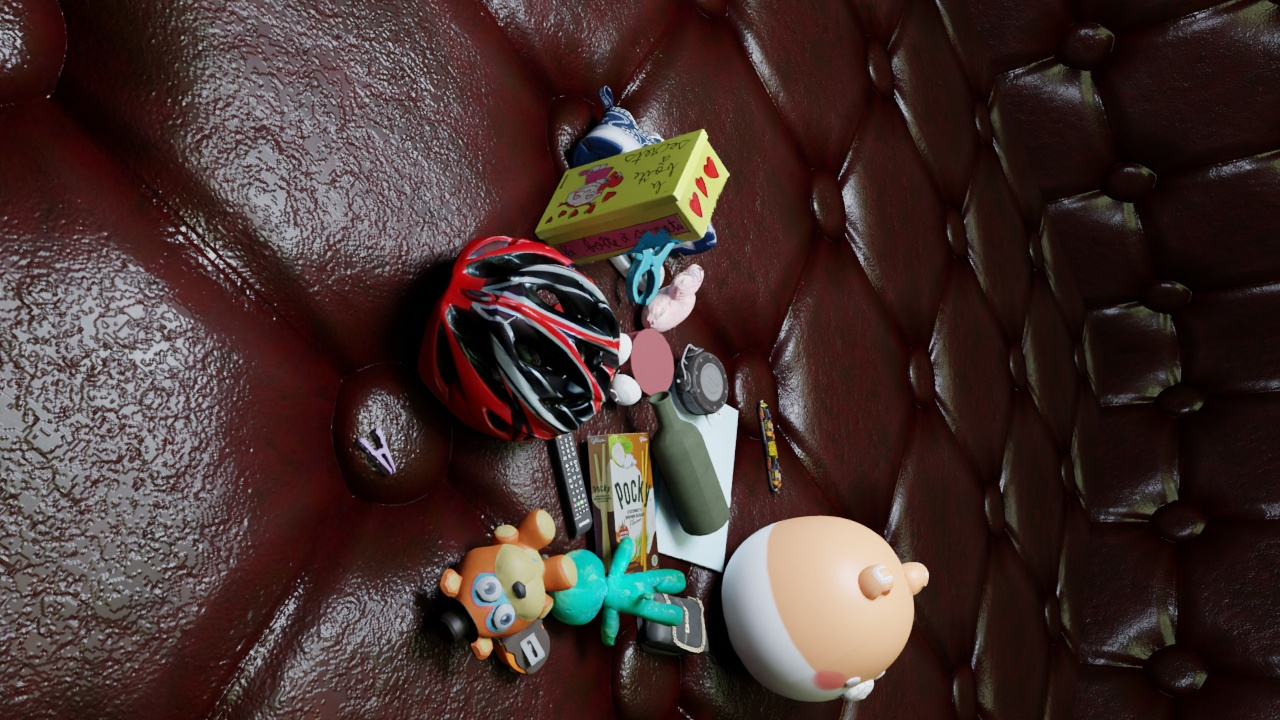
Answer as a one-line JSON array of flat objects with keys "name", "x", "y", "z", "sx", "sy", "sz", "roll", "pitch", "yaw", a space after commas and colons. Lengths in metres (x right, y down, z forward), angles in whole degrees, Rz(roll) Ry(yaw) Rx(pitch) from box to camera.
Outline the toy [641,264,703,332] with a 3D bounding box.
[{"name": "toy", "x": 0.049, "y": -0.087, "z": 1.281, "sx": 0.053, "sy": 0.105, "sz": 0.108, "roll": 44, "pitch": 36, "yaw": 10}]

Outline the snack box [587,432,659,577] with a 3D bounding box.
[{"name": "snack box", "x": -0.020, "y": 0.188, "z": 1.175, "sx": 0.101, "sy": 0.032, "sz": 0.186, "roll": 5, "pitch": 79, "yaw": -60}]

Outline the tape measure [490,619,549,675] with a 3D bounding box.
[{"name": "tape measure", "x": -0.129, "y": 0.318, "z": 1.016, "sx": 0.058, "sy": 0.038, "sz": 0.059, "roll": -26, "pitch": 108, "yaw": -38}]

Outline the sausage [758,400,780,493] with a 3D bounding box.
[{"name": "sausage", "x": 0.211, "y": 0.140, "z": 1.493, "sx": 0.020, "sy": 0.020, "sz": 0.155, "roll": -8, "pitch": 89, "yaw": -51}]

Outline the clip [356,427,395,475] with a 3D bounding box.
[{"name": "clip", "x": -0.266, "y": 0.092, "z": 0.919, "sx": 0.045, "sy": 0.014, "sz": 0.051, "roll": -1, "pitch": 81, "yaw": -51}]

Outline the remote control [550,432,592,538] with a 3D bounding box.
[{"name": "remote control", "x": -0.087, "y": 0.145, "z": 1.126, "sx": 0.033, "sy": 0.015, "sz": 0.147, "roll": -19, "pitch": 98, "yaw": -56}]

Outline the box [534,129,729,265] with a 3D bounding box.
[{"name": "box", "x": -0.011, "y": -0.195, "z": 1.126, "sx": 0.080, "sy": 0.221, "sz": 0.124, "roll": 47, "pitch": 51, "yaw": -34}]

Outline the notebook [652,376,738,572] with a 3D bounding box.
[{"name": "notebook", "x": 0.079, "y": 0.165, "z": 1.333, "sx": 0.181, "sy": 0.009, "sz": 0.253, "roll": 29, "pitch": 61, "yaw": -44}]

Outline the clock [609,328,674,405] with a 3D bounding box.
[{"name": "clock", "x": -0.008, "y": 0.007, "z": 1.226, "sx": 0.137, "sy": 0.048, "sz": 0.096, "roll": -14, "pitch": 94, "yaw": -51}]

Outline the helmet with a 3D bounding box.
[{"name": "helmet", "x": -0.118, "y": -0.017, "z": 1.019, "sx": 0.272, "sy": 0.167, "sz": 0.217, "roll": 40, "pitch": 65, "yaw": -52}]

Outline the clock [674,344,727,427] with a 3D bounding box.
[{"name": "clock", "x": 0.082, "y": 0.031, "z": 1.320, "sx": 0.123, "sy": 0.044, "sz": 0.091, "roll": 48, "pitch": 47, "yaw": -33}]

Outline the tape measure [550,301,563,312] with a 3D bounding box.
[{"name": "tape measure", "x": -0.103, "y": -0.038, "z": 1.140, "sx": 0.051, "sy": 0.019, "sz": 0.058, "roll": 59, "pitch": 44, "yaw": -25}]

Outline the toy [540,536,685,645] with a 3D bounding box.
[{"name": "toy", "x": -0.038, "y": 0.272, "z": 1.082, "sx": 0.193, "sy": 0.072, "sz": 0.130, "roll": 9, "pitch": 82, "yaw": -12}]

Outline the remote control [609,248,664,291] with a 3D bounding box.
[{"name": "remote control", "x": -0.008, "y": -0.141, "z": 1.271, "sx": 0.114, "sy": 0.028, "sz": 0.060, "roll": 48, "pitch": 49, "yaw": -34}]

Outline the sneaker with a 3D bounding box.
[{"name": "sneaker", "x": 0.020, "y": -0.259, "z": 1.284, "sx": 0.269, "sy": 0.103, "sz": 0.132, "roll": 38, "pitch": 48, "yaw": -36}]

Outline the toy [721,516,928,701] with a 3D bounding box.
[{"name": "toy", "x": 0.261, "y": 0.350, "z": 1.310, "sx": 0.262, "sy": 0.282, "sz": 0.265, "roll": 12, "pitch": 53, "yaw": -49}]

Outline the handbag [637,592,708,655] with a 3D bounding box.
[{"name": "handbag", "x": 0.043, "y": 0.350, "z": 1.228, "sx": 0.128, "sy": 0.054, "sz": 0.079, "roll": 28, "pitch": 51, "yaw": -42}]

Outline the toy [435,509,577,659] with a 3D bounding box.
[{"name": "toy", "x": -0.147, "y": 0.240, "z": 0.980, "sx": 0.175, "sy": 0.096, "sz": 0.112, "roll": -33, "pitch": 102, "yaw": -35}]

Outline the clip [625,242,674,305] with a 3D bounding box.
[{"name": "clip", "x": 0.018, "y": -0.133, "z": 1.248, "sx": 0.103, "sy": 0.027, "sz": 0.120, "roll": 15, "pitch": 93, "yaw": -33}]

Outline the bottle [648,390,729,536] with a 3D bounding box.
[{"name": "bottle", "x": 0.058, "y": 0.136, "z": 1.234, "sx": 0.071, "sy": 0.072, "sz": 0.207, "roll": -46, "pitch": 123, "yaw": -45}]
